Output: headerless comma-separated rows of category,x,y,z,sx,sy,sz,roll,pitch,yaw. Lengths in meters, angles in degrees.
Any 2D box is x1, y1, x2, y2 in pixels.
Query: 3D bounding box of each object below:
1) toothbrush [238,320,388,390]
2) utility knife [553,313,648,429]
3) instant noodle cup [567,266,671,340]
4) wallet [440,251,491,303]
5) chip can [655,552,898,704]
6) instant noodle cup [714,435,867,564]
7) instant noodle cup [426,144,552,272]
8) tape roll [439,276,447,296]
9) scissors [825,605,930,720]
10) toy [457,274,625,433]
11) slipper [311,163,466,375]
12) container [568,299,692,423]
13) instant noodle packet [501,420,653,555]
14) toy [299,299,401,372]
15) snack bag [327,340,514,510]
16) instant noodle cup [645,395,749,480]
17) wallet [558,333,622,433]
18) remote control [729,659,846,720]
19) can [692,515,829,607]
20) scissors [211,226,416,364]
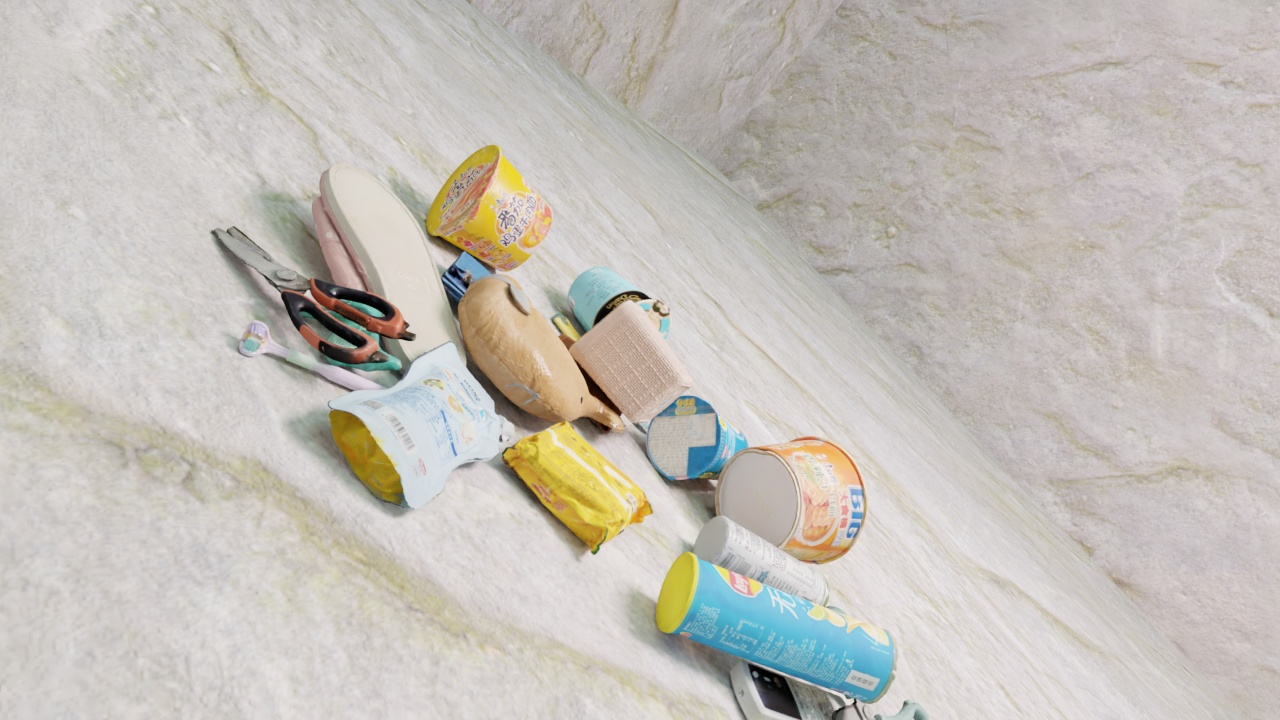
toothbrush,-0.240,0.017,0.768,0.189,0.029,0.021,29,-15,-34
utility knife,-0.052,0.013,1.156,0.030,0.022,0.219,3,46,-52
instant noodle cup,-0.035,-0.065,1.230,0.111,0.111,0.120,19,21,-48
wallet,-0.168,-0.065,1.057,0.133,0.040,0.106,42,13,-14
chip can,0.122,0.239,0.818,0.210,0.071,0.071,23,23,-13
instant noodle cup,0.164,0.159,1.044,0.111,0.152,0.151,7,37,-45
instant noodle cup,-0.187,-0.186,1.169,0.109,0.138,0.138,38,17,-34
tape roll,-0.250,-0.090,1.000,0.086,0.014,0.085,36,19,-15
scissors,0.220,0.316,0.900,0.170,0.019,0.179,17,41,-44
toy,-0.103,0.010,0.949,0.226,0.083,0.143,52,20,-15
slipper,-0.252,-0.080,0.907,0.114,0.055,0.274,3,52,-55
container,-0.006,0.006,1.030,0.111,0.090,0.090,52,6,9
instant noodle packet,-0.057,0.117,0.857,0.128,0.044,0.110,42,24,13
toy,-0.256,-0.027,0.807,0.096,0.030,0.091,7,45,-15
snack bag,-0.174,0.050,0.766,0.110,0.039,0.190,46,22,2
instant noodle cup,0.075,0.101,1.086,0.099,0.099,0.110,52,14,31
wallet,-0.068,0.025,1.068,0.124,0.032,0.101,40,22,1
remote control,0.143,0.314,0.830,0.150,0.021,0.058,30,21,-31
can,0.126,0.219,0.955,0.146,0.058,0.058,33,20,-21
scissors,-0.286,-0.065,0.797,0.192,0.015,0.206,4,36,-22
